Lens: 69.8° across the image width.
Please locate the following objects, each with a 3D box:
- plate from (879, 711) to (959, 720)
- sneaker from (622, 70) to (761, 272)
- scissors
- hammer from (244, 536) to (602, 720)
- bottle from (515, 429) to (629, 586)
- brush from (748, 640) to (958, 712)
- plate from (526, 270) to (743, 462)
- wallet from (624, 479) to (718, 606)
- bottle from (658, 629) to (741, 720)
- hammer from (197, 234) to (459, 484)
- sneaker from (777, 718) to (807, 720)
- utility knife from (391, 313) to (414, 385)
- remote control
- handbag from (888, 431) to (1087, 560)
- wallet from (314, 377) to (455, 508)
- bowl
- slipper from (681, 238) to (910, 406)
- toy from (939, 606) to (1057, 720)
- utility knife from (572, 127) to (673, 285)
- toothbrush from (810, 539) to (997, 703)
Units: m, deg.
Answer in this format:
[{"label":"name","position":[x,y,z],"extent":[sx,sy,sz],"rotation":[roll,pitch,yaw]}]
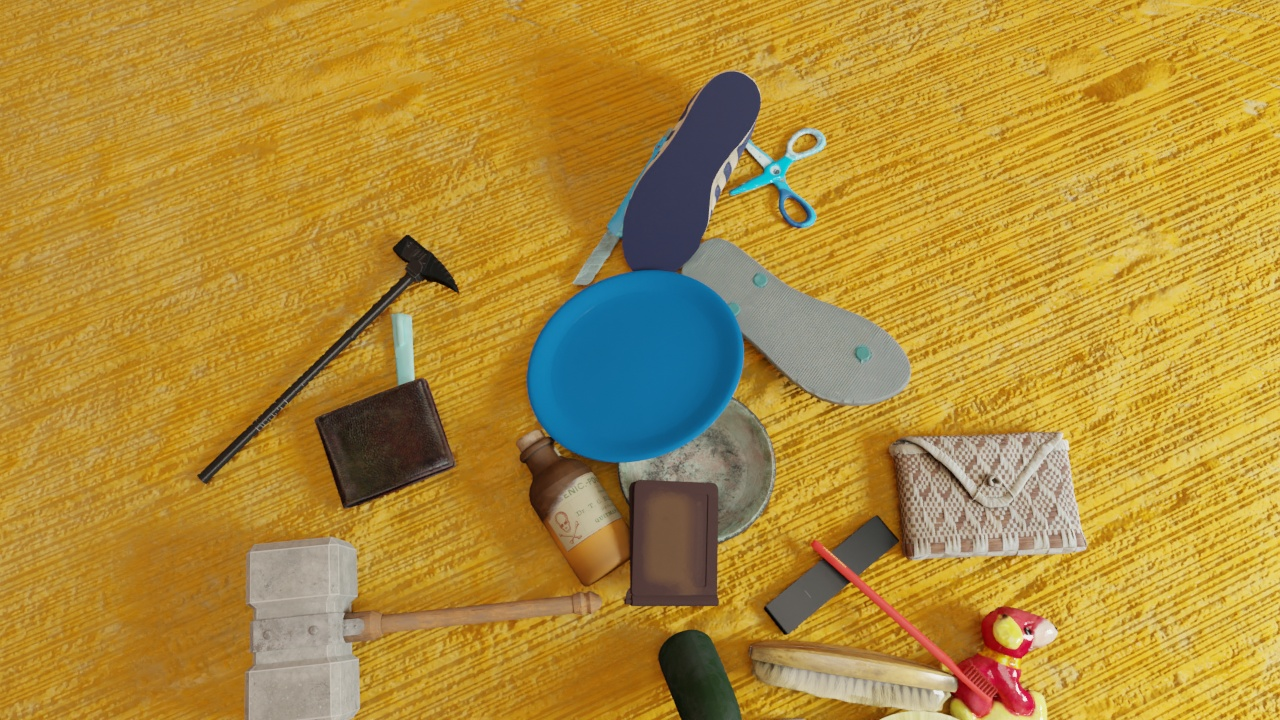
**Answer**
[{"label":"plate","position":[0.258,0.420,0.847],"extent":[0.184,0.036,0.184],"rotation":[0,75,-2]},{"label":"sneaker","position":[0.052,-0.208,1.004],"extent":[0.091,0.118,0.233],"rotation":[24,109,-6]},{"label":"scissors","position":[0.162,-0.208,1.033],"extent":[0.134,0.011,0.139],"rotation":[-26,75,-11]},{"label":"hammer","position":[-0.194,0.241,0.856],"extent":[0.317,0.083,0.162],"rotation":[-5,75,-4]},{"label":"bottle","position":[-0.069,0.138,0.898],"extent":[0.067,0.068,0.157],"rotation":[-32,78,-11]},{"label":"brush","position":[0.199,0.297,0.868],"extent":[0.195,0.059,0.043],"rotation":[7,85,4]},{"label":"plate","position":[-0.005,0.005,0.933],"extent":[0.224,0.024,0.223],"rotation":[-7,57,12]},{"label":"wallet","position":[0.031,0.172,0.865],"extent":[0.091,0.018,0.115],"rotation":[5,75,-18]},{"label":"bottle","position":[0.064,0.316,0.806],"extent":[0.055,0.174,0.055],"rotation":[-7,119,-13]},{"label":"hammer","position":[-0.325,0.007,0.945],"extent":[0.095,0.015,0.324],"rotation":[38,79,26]},{"label":"sneaker","position":[0.081,0.397,0.794],"extent":[0.239,0.124,0.089],"rotation":[-29,77,-16]},{"label":"utility knife","position":[-0.243,0.028,0.949],"extent":[0.022,0.015,0.166],"rotation":[-11,74,8]},{"label":"remote control","position":[0.191,0.213,0.915],"extent":[0.150,0.013,0.034],"rotation":[-36,75,-11]},{"label":"handbag","position":[0.350,0.135,0.926],"extent":[0.186,0.047,0.124],"rotation":[-2,75,-3]},{"label":"wallet","position":[-0.256,0.083,0.922],"extent":[0.120,0.031,0.099],"rotation":[-22,80,-1]},{"label":"bowl","position":[0.055,0.108,0.926],"extent":[0.157,0.039,0.157],"rotation":[1,74,-2]},{"label":"slipper","position":[0.155,-0.031,0.970],"extent":[0.269,0.055,0.098],"rotation":[34,78,19]},{"label":"toy","position":[0.339,0.303,0.877],"extent":[0.105,0.067,0.137],"rotation":[13,86,4]},{"label":"utility knife","position":[-0.011,-0.169,1.014],"extent":[0.031,0.015,0.221],"rotation":[30,72,8]},{"label":"toothbrush","position":[0.250,0.242,0.876],"extent":[0.212,0.012,0.018],"rotation":[41,101,20]}]
